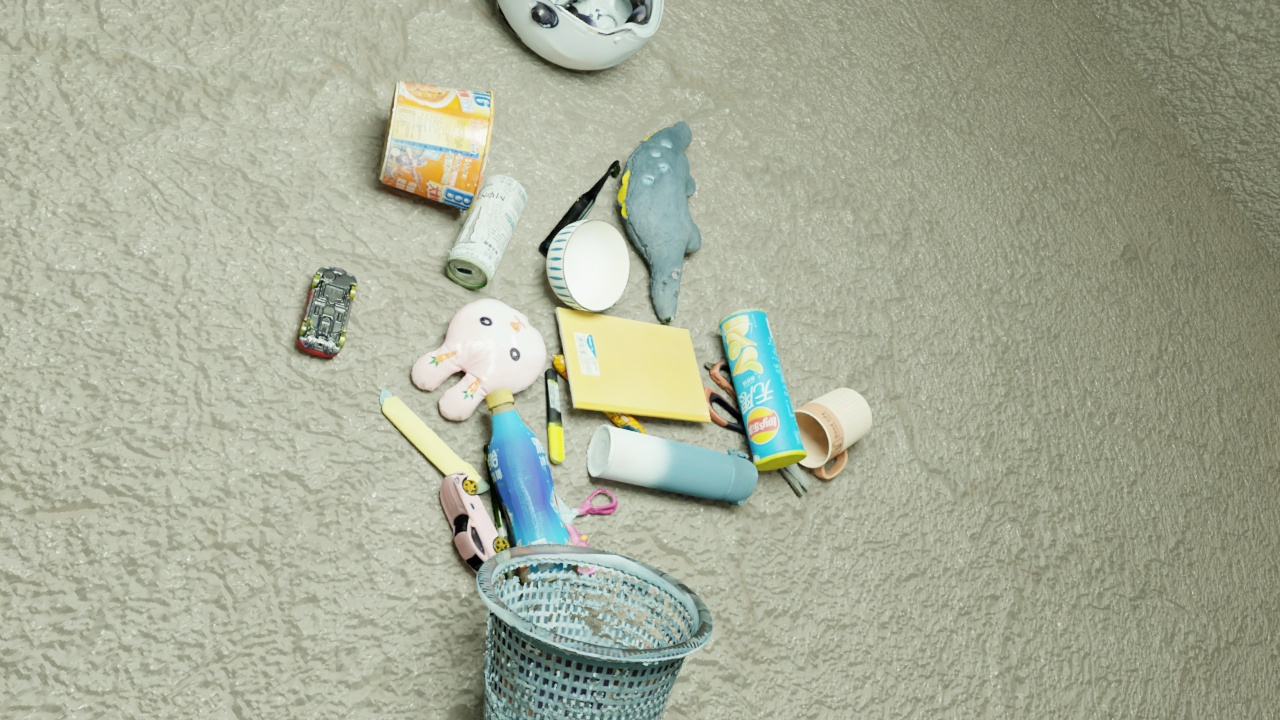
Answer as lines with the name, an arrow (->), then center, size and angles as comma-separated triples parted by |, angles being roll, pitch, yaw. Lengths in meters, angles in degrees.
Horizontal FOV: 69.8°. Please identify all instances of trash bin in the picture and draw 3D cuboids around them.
trash bin -> -0.063, 0.310, 0.879 | 0.226, 0.227, 0.195 | 8, 101, -29

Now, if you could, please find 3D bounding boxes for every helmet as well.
helmet -> -0.103, -0.514, 1.307 | 0.258, 0.146, 0.228 | 20, 56, -13

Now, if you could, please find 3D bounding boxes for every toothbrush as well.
toothbrush -> -0.076, -0.212, 1.254 | 0.212, 0.026, 0.027 | -58, 136, -38
toothbrush -> -0.153, 0.181, 1.022 | 0.017, 0.012, 0.185 | 2, 66, -38

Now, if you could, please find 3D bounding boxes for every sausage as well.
sausage -> -0.050, 0.048, 1.145 | 0.165, 0.022, 0.021 | 42, 52, -7

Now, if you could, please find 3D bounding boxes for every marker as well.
marker -> -0.105, 0.066, 1.108 | 0.018, 0.015, 0.124 | 9, 60, -30

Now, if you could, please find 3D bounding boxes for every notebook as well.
notebook -> -0.007, 0.007, 1.178 | 0.206, 0.010, 0.145 | 8, 55, -33

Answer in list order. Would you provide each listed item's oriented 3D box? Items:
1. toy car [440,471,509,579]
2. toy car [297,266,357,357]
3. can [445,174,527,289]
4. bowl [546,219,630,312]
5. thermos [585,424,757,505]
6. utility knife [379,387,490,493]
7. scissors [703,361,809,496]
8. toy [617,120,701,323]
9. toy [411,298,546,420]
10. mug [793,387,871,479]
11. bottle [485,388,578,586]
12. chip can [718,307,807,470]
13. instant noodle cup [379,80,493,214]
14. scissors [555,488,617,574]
toy car -> -0.181, 0.178, 0.979 | 0.037, 0.056, 0.122 | -21, 79, -44
toy car -> -0.342, -0.054, 1.005 | 0.049, 0.031, 0.106 | 17, 61, -25
can -> -0.189, -0.160, 1.135 | 0.058, 0.058, 0.146 | 29, 55, -17
bowl -> -0.076, -0.121, 1.171 | 0.116, 0.066, 0.116 | -7, 100, -45
thermos -> 0.044, 0.131, 1.137 | 0.220, 0.070, 0.070 | 14, 61, -26
utility knife -> -0.231, 0.091, 1.014 | 0.162, 0.018, 0.030 | 48, 47, -5
scissors -> 0.151, 0.101, 1.251 | 0.193, 0.015, 0.206 | 7, 64, -31
toy -> 0.029, -0.225, 1.294 | 0.138, 0.092, 0.355 | 36, 49, -48
toy -> -0.184, -0.002, 1.069 | 0.121, 0.054, 0.159 | 47, 60, -3
mug -> 0.264, 0.106, 1.284 | 0.105, 0.082, 0.114 | -24, 108, -39
bottle -> -0.129, 0.138, 1.014 | 0.065, 0.065, 0.218 | -11, 77, -35
chip can -> 0.161, 0.038, 1.231 | 0.071, 0.071, 0.210 | 0, 67, -32
instant noodle cup -> -0.247, -0.261, 1.100 | 0.111, 0.152, 0.151 | 10, 62, -19
scissors -> -0.078, 0.182, 1.068 | 0.135, 0.017, 0.133 | -28, 80, -34
